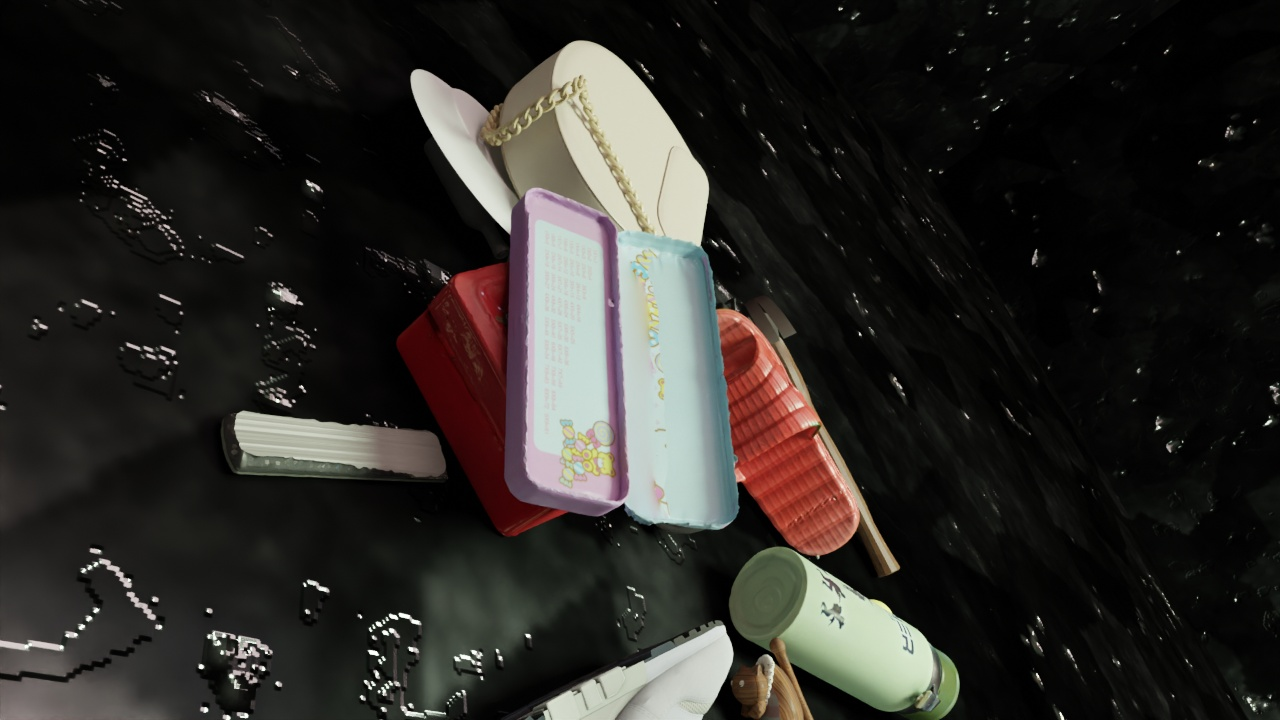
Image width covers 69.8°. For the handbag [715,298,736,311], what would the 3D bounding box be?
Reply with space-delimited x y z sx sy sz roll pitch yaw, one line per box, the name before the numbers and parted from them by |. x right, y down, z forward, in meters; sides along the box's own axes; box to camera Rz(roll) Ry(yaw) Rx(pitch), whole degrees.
handbag | 0.104 -0.001 0.943 0.079 0.054 0.128 36 29 -38

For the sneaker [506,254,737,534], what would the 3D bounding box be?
sneaker | -0.004 0.004 0.728 0.263 0.097 0.128 55 20 1

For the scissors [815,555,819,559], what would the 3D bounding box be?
scissors | 0.128 0.119 0.875 0.123 0.019 0.147 25 40 -44

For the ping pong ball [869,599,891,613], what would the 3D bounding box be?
ping pong ball | 0.212 0.240 0.841 0.040 0.040 0.040 38 31 -28

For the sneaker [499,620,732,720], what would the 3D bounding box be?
sneaker | -0.014 0.225 0.462 0.239 0.089 0.124 -8 68 -51

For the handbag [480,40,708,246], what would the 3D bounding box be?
handbag | -0.020 -0.167 0.788 0.208 0.104 0.210 46 35 -28

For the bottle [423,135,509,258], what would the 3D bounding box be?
bottle | -0.136 -0.130 0.737 0.030 0.030 0.113 -7 64 -60

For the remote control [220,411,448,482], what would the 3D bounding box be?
remote control | -0.162 0.049 0.501 0.136 0.013 0.033 15 46 -53

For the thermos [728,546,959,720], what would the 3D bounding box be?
thermos | 0.177 0.234 0.749 0.231 0.082 0.082 36 31 -31

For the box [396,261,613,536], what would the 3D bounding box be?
box | -0.070 0.022 0.608 0.133 0.111 0.157 -17 76 -50

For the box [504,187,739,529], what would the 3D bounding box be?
box | -0.012 -0.002 0.572 0.150 0.035 0.213 13 56 -25

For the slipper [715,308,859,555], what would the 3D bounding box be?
slipper | 0.110 0.072 0.811 0.249 0.104 0.059 59 13 -5

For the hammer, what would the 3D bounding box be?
hammer | 0.190 0.077 0.982 0.115 0.033 0.323 76 -12 -79

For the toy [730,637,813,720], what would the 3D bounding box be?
toy | 0.100 0.251 0.644 0.054 0.042 0.101 -17 78 -25

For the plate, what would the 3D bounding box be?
plate | -0.121 -0.168 0.769 0.188 0.016 0.188 52 13 -19
